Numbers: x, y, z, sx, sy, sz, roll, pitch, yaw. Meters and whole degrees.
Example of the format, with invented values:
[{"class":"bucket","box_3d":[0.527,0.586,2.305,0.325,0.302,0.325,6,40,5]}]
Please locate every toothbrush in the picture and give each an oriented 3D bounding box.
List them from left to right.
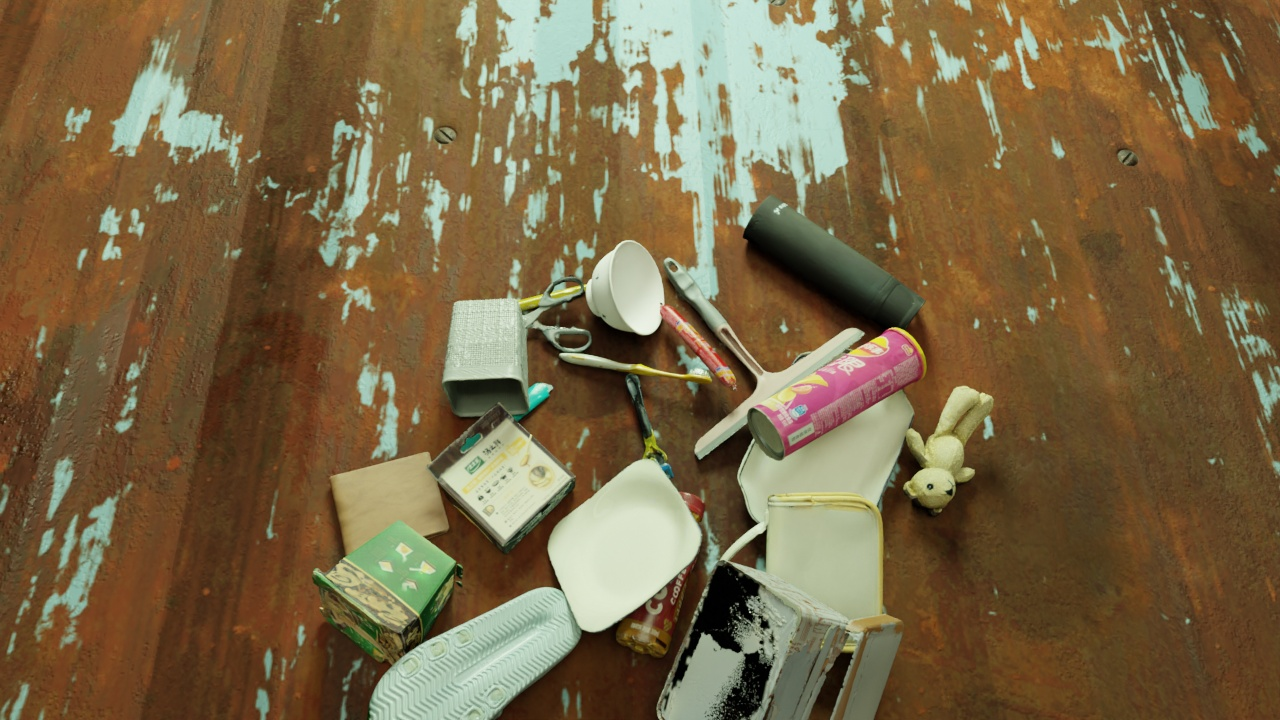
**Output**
[{"class":"toothbrush","box_3d":[-0.094,-0.089,1.172,0.190,0.017,0.015,-17,64,-13]},{"class":"toothbrush","box_3d":[-0.007,0.007,1.119,0.191,0.016,0.018,9,56,9]}]

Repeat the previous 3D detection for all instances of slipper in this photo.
[{"class":"slipper","box_3d":[-0.167,0.316,0.929,0.244,0.074,0.104,-28,75,-35]}]

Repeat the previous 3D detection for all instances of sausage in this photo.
[{"class":"sausage","box_3d":[0.070,-0.019,1.120,0.020,0.020,0.156,-31,62,-19]}]

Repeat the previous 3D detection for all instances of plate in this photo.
[{"class":"plate","box_3d":[-0.015,0.200,0.982,0.164,0.034,0.164,-39,41,5]},{"class":"plate","box_3d":[0.219,0.104,1.091,0.162,0.034,0.265,26,64,9]}]

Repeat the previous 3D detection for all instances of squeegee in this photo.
[{"class":"squeegee","box_3d":[0.105,-0.038,1.152,0.247,0.040,0.249,-37,64,-2]}]

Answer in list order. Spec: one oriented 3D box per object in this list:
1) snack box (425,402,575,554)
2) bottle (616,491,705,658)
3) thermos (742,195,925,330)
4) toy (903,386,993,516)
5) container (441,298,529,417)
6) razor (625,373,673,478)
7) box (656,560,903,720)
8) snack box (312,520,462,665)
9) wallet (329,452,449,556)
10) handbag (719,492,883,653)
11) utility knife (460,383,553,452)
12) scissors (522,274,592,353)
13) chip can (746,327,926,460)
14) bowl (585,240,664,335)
[{"class":"snack box","box_3d":[-0.156,0.132,1.034,0.125,0.053,0.113,41,67,16]},{"class":"bottle","box_3d":[0.027,0.229,0.997,0.057,0.058,0.174,19,63,5]},{"class":"thermos","box_3d":[0.255,-0.124,1.201,0.242,0.069,0.089,36,33,11]},{"class":"toy","box_3d":[0.363,0.104,1.075,0.105,0.066,0.157,32,81,-21]},{"class":"container","box_3d":[-0.177,-0.006,1.071,0.090,0.090,0.114,-3,60,-1]},{"class":"razor","box_3d":[0.005,0.081,1.091,0.043,0.022,0.142,-23,65,18]},{"class":"box","box_3d":[0.158,0.316,0.911,0.192,0.157,0.183,23,90,-38]},{"class":"snack box","box_3d":[-0.256,0.237,0.948,0.117,0.118,0.105,33,53,11]},{"class":"wallet","box_3d":[-0.281,0.162,1.028,0.115,0.020,0.101,-14,64,-15]},{"class":"handbag","box_3d":[0.164,0.223,0.985,0.179,0.063,0.163,1,88,2]},{"class":"utility knife","box_3d":[-0.165,0.075,1.086,0.156,0.013,0.029,-39,75,-24]},{"class":"scissors","box_3d":[-0.138,-0.050,1.140,0.175,0.014,0.159,34,79,3]},{"class":"chip can","box_3d":[0.228,0.037,1.064,0.210,0.071,0.071,-27,68,-17]},{"class":"bowl","box_3d":[-0.028,-0.085,1.141,0.065,0.118,0.118,-10,57,32]}]
